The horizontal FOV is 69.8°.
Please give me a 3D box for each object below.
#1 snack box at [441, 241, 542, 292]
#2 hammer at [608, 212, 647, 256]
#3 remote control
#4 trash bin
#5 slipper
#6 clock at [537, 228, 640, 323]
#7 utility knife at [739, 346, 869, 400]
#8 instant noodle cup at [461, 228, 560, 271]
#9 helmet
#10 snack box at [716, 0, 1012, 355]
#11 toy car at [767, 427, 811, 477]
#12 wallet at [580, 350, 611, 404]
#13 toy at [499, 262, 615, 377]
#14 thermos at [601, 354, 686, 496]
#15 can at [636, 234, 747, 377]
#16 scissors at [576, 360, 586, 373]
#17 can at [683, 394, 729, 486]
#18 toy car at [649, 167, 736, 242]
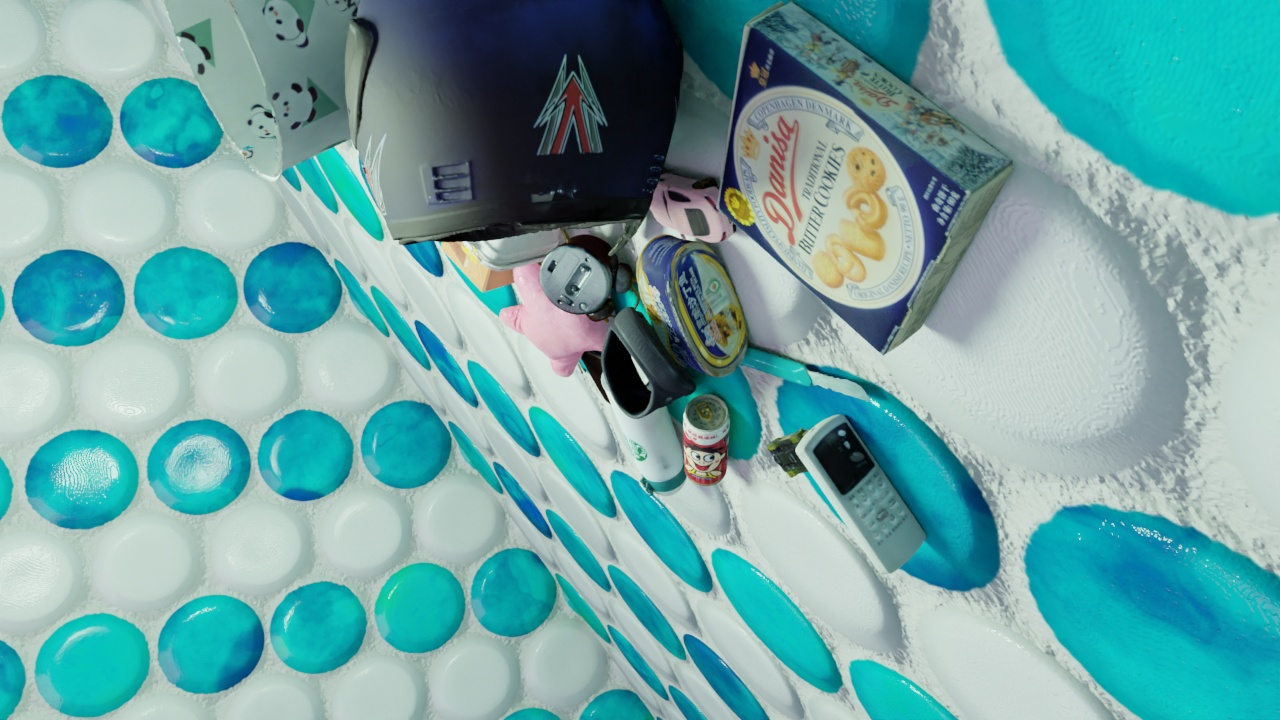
[{"bbox_3d":[-0.182,-0.153,1.160,0.094,0.092,0.077,45,134,23],"label":"snack box"},{"bbox_3d":[-0.139,-0.173,0.958,0.324,0.031,0.126,7,137,27],"label":"hammer"},{"bbox_3d":[0.203,0.122,0.842,0.150,0.058,0.021,55,158,-5],"label":"remote control"},{"bbox_3d":[-0.279,-0.320,0.859,0.229,0.251,0.230,39,145,34],"label":"trash bin"},{"bbox_3d":[-0.006,0.006,0.982,0.110,0.083,0.268,55,-178,7],"label":"slipper"},{"bbox_3d":[-0.056,-0.091,1.031,0.122,0.055,0.082,36,121,-2],"label":"clock"},{"bbox_3d":[0.138,0.008,0.865,0.223,0.013,0.029,22,142,59],"label":"utility knife"},{"bbox_3d":[-0.171,-0.191,1.070,0.173,0.137,0.060,47,125,15],"label":"instant noodle cup"},{"bbox_3d":[-0.106,-0.216,0.713,0.316,0.247,0.240,-170,74,-67],"label":"helmet"},{"bbox_3d":[0.135,-0.116,0.621,0.182,0.045,0.178,45,158,21],"label":"snack box"},{"bbox_3d":[0.160,0.088,0.915,0.042,0.035,0.091,52,160,-1],"label":"toy car"},{"bbox_3d":[-0.036,0.028,1.236,0.096,0.020,0.122,24,155,37],"label":"wallet"},{"bbox_3d":[-0.094,-0.063,1.139,0.195,0.074,0.178,-22,117,44],"label":"toy"},{"bbox_3d":[0.009,0.094,1.191,0.073,0.073,0.224,35,155,41],"label":"thermos"},{"bbox_3d":[0.051,-0.051,0.873,0.049,0.074,0.148,23,146,50],"label":"can"},{"bbox_3d":[-0.136,-0.082,1.276,0.143,0.021,0.235,23,139,61],"label":"scissors"},{"bbox_3d":[0.077,0.095,1.082,0.053,0.053,0.133,43,157,27],"label":"can"},{"bbox_3d":[0.038,-0.136,0.816,0.122,0.037,0.056,29,147,51],"label":"toy car"}]
